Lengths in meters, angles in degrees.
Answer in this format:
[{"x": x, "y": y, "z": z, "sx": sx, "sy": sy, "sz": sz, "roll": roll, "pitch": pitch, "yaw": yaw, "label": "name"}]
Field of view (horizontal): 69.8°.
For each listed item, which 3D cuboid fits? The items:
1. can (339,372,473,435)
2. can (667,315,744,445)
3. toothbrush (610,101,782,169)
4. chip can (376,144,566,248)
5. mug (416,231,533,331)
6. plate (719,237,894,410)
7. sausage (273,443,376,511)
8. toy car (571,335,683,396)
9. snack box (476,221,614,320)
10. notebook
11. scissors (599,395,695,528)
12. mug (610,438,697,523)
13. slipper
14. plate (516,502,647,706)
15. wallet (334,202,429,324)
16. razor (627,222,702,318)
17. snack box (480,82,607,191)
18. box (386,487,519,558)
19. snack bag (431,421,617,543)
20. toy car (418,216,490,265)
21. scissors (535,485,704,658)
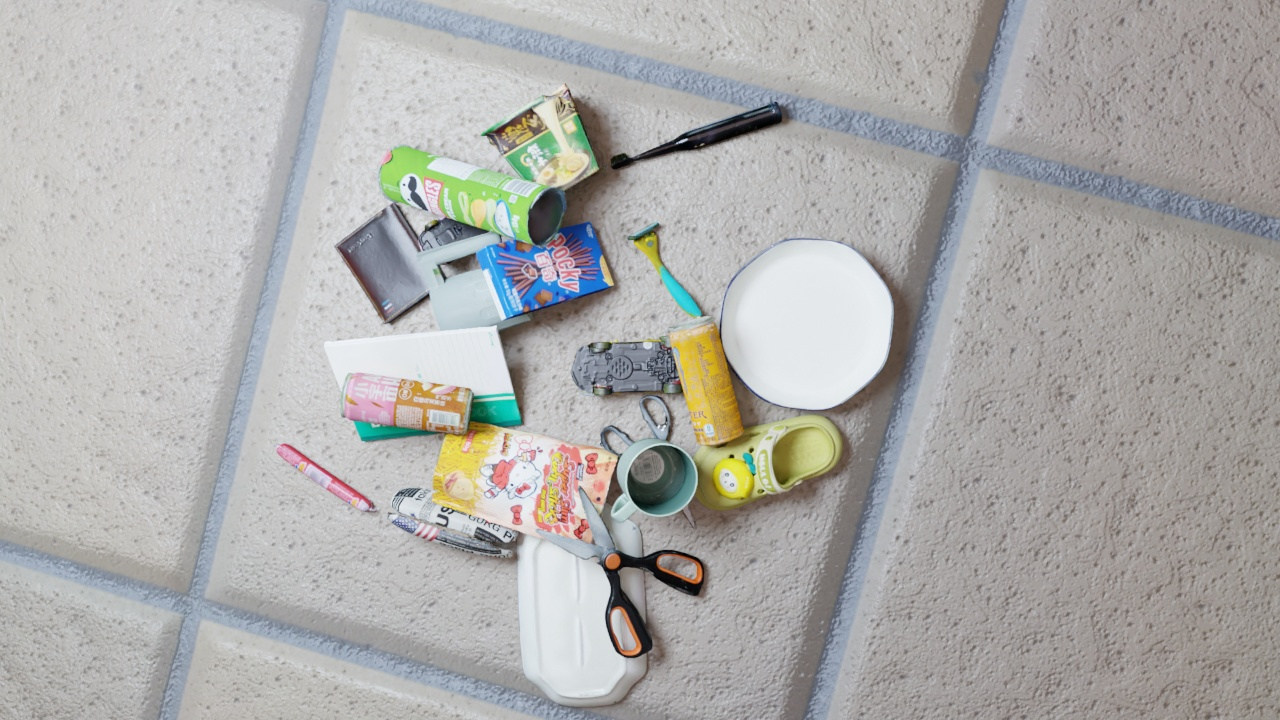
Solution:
[{"x": -0.274, "y": 0.051, "z": 1.083, "sx": 0.147, "sy": 0.058, "sz": 0.058, "roll": 9, "pitch": 93, "yaw": -5, "label": "can"}, {"x": 0.077, "y": 0.025, "z": 1.079, "sx": 0.058, "sy": 0.058, "sz": 0.146, "roll": -15, "pitch": 97, "yaw": 4, "label": "can"}, {"x": 0.065, "y": -0.269, "z": 1.112, "sx": 0.213, "sy": 0.026, "sz": 0.027, "roll": -16, "pitch": 56, "yaw": 6, "label": "toothbrush"}, {"x": -0.198, "y": -0.193, "z": 1.063, "sx": 0.236, "sy": 0.072, "sz": 0.072, "roll": 20, "pitch": 94, "yaw": 28, "label": "chip can"}, {"x": -0.196, "y": -0.087, "z": 1.098, "sx": 0.103, "sy": 0.083, "sz": 0.124, "roll": -17, "pitch": 117, "yaw": 3, "label": "mug"}, {"x": 0.197, "y": -0.044, "z": 1.101, "sx": 0.205, "sy": 0.045, "sz": 0.205, "roll": 0, "pitch": 92, "yaw": 5, "label": "plate"}, {"x": -0.400, "y": 0.149, "z": 1.163, "sx": 0.156, "sy": 0.020, "sz": 0.020, "roll": 34, "pitch": 94, "yaw": 2, "label": "sausage"}, {"x": -0.007, "y": 0.007, "z": 1.118, "sx": 0.156, "sy": 0.041, "sz": 0.071, "roll": -3, "pitch": 92, "yaw": -1, "label": "toy car"}, {"x": -0.109, "y": -0.107, "z": 1.080, "sx": 0.156, "sy": 0.026, "sz": 0.084, "roll": -21, "pitch": 91, "yaw": -38, "label": "snack box"}, {"x": -0.260, "y": 0.030, "z": 1.113, "sx": 0.209, "sy": 0.012, "sz": 0.150, "roll": -6, "pitch": 125, "yaw": 5, "label": "notebook"}, {"x": 0.026, "y": 0.122, "z": 1.135, "sx": 0.159, "sy": 0.014, "sz": 0.172, "roll": 6, "pitch": 94, "yaw": 3, "label": "scissors"}, {"x": 0.008, "y": 0.144, "z": 1.072, "sx": 0.082, "sy": 0.106, "sz": 0.111, "roll": 45, "pitch": 84, "yaw": -6, "label": "mug"}, {"x": 0.151, "y": 0.119, "z": 1.094, "sx": 0.190, "sy": 0.081, "sz": 0.091, "roll": -19, "pitch": 88, "yaw": 2, "label": "slipper"}, {"x": -0.075, "y": 0.305, "z": 1.138, "sx": 0.162, "sy": 0.034, "sz": 0.265, "roll": -1, "pitch": 92, "yaw": 4, "label": "plate"}, {"x": -0.313, "y": -0.121, "z": 1.147, "sx": 0.096, "sy": 0.020, "sz": 0.122, "roll": -33, "pitch": 88, "yaw": 5, "label": "wallet"}, {"x": 0.035, "y": -0.105, "z": 1.118, "sx": 0.043, "sy": 0.028, "sz": 0.132, "roll": -32, "pitch": 87, "yaw": -27, "label": "razor"}, {"x": -0.110, "y": -0.249, "z": 1.086, "sx": 0.117, "sy": 0.118, "sz": 0.105, "roll": -30, "pitch": 100, "yaw": 4, "label": "snack box"}, {"x": -0.235, "y": 0.214, "z": 1.131, "sx": 0.163, "sy": 0.074, "sz": 0.079, "roll": 19, "pitch": 101, "yaw": 1, "label": "box"}, {"x": -0.142, "y": 0.146, "z": 1.115, "sx": 0.208, "sy": 0.073, "sz": 0.128, "roll": 15, "pitch": 76, "yaw": 5, "label": "snack bag"}, {"x": -0.214, "y": -0.163, "z": 1.130, "sx": 0.122, "sy": 0.037, "sz": 0.056, "roll": -34, "pitch": 88, "yaw": -8, "label": "toy car"}, {"x": -0.018, "y": 0.251, "z": 1.104, "sx": 0.223, "sy": 0.022, "sz": 0.221, "roll": -7, "pitch": 95, "yaw": -20, "label": "scissors"}]
